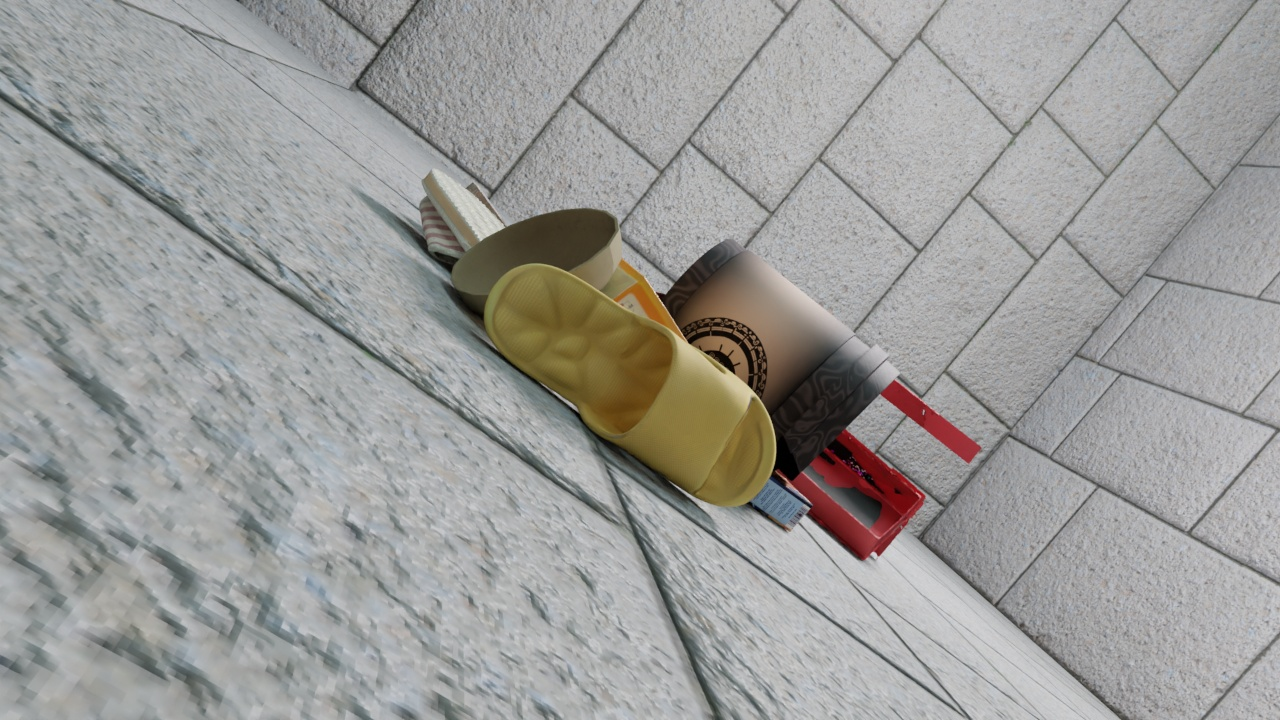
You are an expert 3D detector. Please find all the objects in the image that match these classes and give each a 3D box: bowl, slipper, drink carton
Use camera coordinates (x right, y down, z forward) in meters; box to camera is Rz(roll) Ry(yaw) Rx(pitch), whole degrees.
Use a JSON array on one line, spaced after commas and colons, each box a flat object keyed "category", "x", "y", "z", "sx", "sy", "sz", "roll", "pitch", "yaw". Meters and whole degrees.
[{"category": "bowl", "x": -0.085, "y": -0.076, "z": 0.799, "sx": 0.152, "sy": 0.152, "sz": 0.050, "roll": 45, "pitch": -22, "yaw": 56}, {"category": "slipper", "x": -0.159, "y": -0.099, "z": 0.923, "sx": 0.115, "sy": 0.052, "sz": 0.263, "roll": 28, "pitch": 22, "yaw": -52}, {"category": "drink carton", "x": 0.117, "y": 0.126, "z": 0.972, "sx": 0.130, "sy": 0.040, "sz": 0.064, "roll": 36, "pitch": 4, "yaw": -31}, {"category": "slipper", "x": 0.000, "y": 0.017, "z": 0.692, "sx": 0.263, "sy": 0.099, "sz": 0.078, "roll": 34, "pitch": -5, "yaw": -8}]

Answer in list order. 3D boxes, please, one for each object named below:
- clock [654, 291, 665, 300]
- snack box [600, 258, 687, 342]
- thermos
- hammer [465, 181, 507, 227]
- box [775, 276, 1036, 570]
[{"category": "clock", "x": 0.013, "y": -0.018, "z": 1.098, "sx": 0.157, "sy": 0.120, "sz": 0.072, "roll": 29, "pitch": -1, "yaw": -16}, {"category": "snack box", "x": -0.008, "y": -0.012, "z": 0.897, "sx": 0.195, "sy": 0.080, "sz": 0.145, "roll": 55, "pitch": -5, "yaw": -34}, {"category": "thermos", "x": 0.136, "y": -0.007, "z": 0.982, "sx": 0.226, "sy": 0.173, "sz": 0.172, "roll": 45, "pitch": 5, "yaw": 11}, {"category": "hammer", "x": -0.132, "y": -0.107, "z": 1.206, "sx": 0.301, "sy": 0.037, "sz": 0.158, "roll": 45, "pitch": -7, "yaw": 28}, {"category": "box", "x": 0.340, "y": 0.095, "z": 1.290, "sx": 0.217, "sy": 0.352, "sz": 0.197, "roll": 43, "pitch": 43, "yaw": 21}]
